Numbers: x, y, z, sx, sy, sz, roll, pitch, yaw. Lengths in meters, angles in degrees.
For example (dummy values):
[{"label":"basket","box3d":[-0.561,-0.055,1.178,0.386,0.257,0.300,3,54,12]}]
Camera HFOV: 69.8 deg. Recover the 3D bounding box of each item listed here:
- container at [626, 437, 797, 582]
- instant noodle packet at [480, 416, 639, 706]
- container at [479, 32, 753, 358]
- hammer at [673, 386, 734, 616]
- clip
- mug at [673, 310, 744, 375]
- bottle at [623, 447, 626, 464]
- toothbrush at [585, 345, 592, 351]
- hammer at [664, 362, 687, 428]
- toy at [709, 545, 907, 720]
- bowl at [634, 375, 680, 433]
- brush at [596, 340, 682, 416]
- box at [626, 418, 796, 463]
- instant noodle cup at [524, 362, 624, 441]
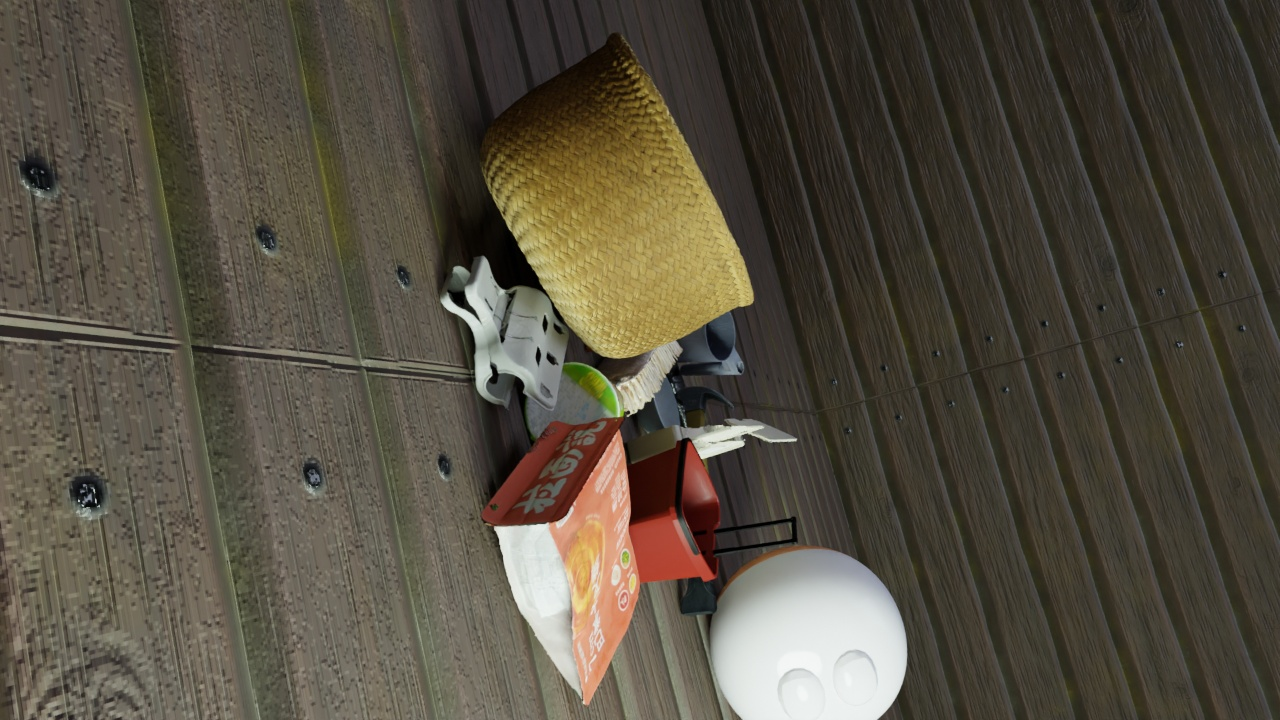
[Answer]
[{"label":"container","box3d":[0.063,0.171,1.046,0.147,0.201,0.127,-79,148,-57]},{"label":"instant noodle packet","box3d":[-0.047,0.187,0.861,0.164,0.084,0.221,-58,137,-55]},{"label":"container","box3d":[-0.034,-0.161,0.979,0.307,0.196,0.307,62,1,-3]},{"label":"hammer","box3d":[0.080,0.185,1.277,0.025,0.118,0.332,49,34,-54]},{"label":"clip","box3d":[-0.139,-0.025,0.880,0.152,0.096,0.125,39,31,-27]},{"label":"mug","box3d":[0.082,-0.023,1.345,0.124,0.104,0.083,56,45,-35]},{"label":"bottle","box3d":[-0.069,0.124,0.947,0.184,0.045,0.045,-25,98,-66]},{"label":"toothbrush","box3d":[-0.050,-0.051,1.231,0.182,0.018,0.016,-74,144,-66]},{"label":"hammer","box3d":[0.038,-0.012,1.398,0.129,0.032,0.319,-40,119,-49]},{"label":"toy","box3d":[0.226,0.387,1.274,0.280,0.263,0.266,-113,-174,-80]},{"label":"bowl","box3d":[0.018,0.064,1.288,0.106,0.039,0.106,-16,90,-73]},{"label":"brush","box3d":[-0.007,0.007,1.187,0.270,0.083,0.056,-58,128,-69]},{"label":"box","box3d":[0.091,0.104,1.183,0.143,0.184,0.050,1,73,-44]},{"label":"instant noodle cup","box3d":[-0.061,0.051,0.971,0.108,0.099,0.099,-3,77,-80]}]
